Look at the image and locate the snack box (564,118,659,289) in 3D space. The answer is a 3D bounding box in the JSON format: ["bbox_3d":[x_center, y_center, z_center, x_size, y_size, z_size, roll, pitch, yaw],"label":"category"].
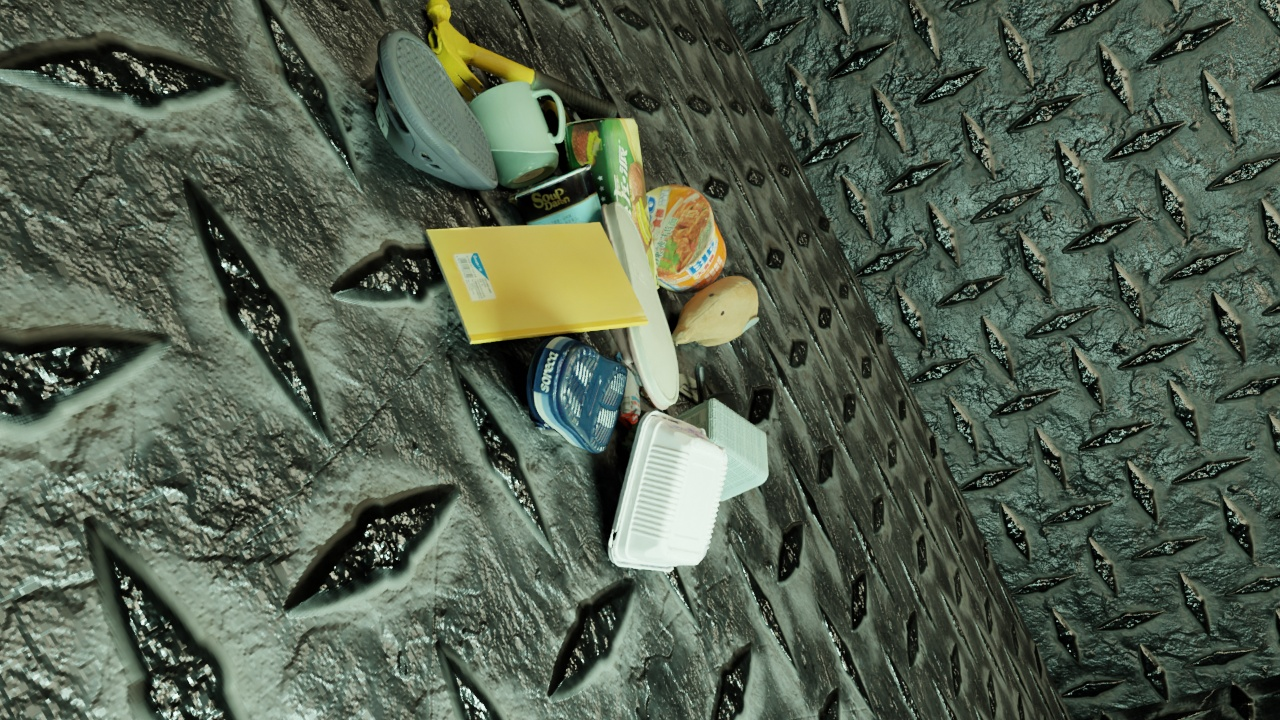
[{"bbox_3d":[-0.036,-0.198,1.219,0.114,0.063,0.240,-34,119,-65],"label":"snack box"}]

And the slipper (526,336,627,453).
[{"bbox_3d":[-0.079,0.033,0.964,0.253,0.095,0.105,42,65,-76],"label":"slipper"}]

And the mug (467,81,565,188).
[{"bbox_3d":[-0.139,-0.276,1.109,0.106,0.112,0.082,67,15,3],"label":"mug"}]

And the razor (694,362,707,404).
[{"bbox_3d":[0.093,0.073,1.345,0.042,0.022,0.142,1,75,-39],"label":"razor"}]

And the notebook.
[{"bbox_3d":[-0.105,-0.086,0.957,0.205,0.010,0.145,-8,59,-33],"label":"notebook"}]

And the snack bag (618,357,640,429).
[{"bbox_3d":[-0.015,0.048,1.159,0.048,0.026,0.104,59,21,-48],"label":"snack bag"}]

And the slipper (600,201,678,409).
[{"bbox_3d":[-0.013,-0.066,1.067,0.114,0.054,0.274,37,35,-58],"label":"slipper"}]

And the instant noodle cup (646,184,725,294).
[{"bbox_3d":[0.057,-0.174,1.389,0.111,0.151,0.151,36,35,-61],"label":"instant noodle cup"}]

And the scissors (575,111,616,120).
[{"bbox_3d":[-0.085,-0.331,1.298,0.125,0.022,0.234,45,28,5],"label":"scissors"}]

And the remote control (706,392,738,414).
[{"bbox_3d":[0.131,0.074,1.429,0.136,0.024,0.053,-2,73,-70],"label":"remote control"}]

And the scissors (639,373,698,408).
[{"bbox_3d":[0.039,0.031,1.304,0.197,0.015,0.213,57,24,-17],"label":"scissors"}]

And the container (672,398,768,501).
[{"bbox_3d":[0.104,0.119,1.247,0.111,0.090,0.089,37,38,-32],"label":"container"}]

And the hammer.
[{"bbox_3d":[-0.147,-0.370,1.209,0.300,0.033,0.128,9,59,-46],"label":"hammer"}]

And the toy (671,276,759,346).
[{"bbox_3d":[0.111,-0.071,1.393,0.082,0.144,0.225,43,19,16],"label":"toy"}]

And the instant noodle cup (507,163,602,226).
[{"bbox_3d":[-0.090,-0.166,1.132,0.120,0.111,0.111,68,22,-14],"label":"instant noodle cup"}]

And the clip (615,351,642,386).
[{"bbox_3d":[-0.008,0.008,1.208,0.057,0.028,0.024,43,47,2],"label":"clip"}]

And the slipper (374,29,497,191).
[{"bbox_3d":[-0.224,-0.239,0.958,0.268,0.083,0.110,41,34,-77],"label":"slipper"}]

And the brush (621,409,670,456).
[{"bbox_3d":[0.041,0.118,1.134,0.063,0.073,0.145,-60,142,-10],"label":"brush"}]

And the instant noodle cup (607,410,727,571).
[{"bbox_3d":[0.040,0.153,1.025,0.138,0.060,0.173,24,77,-52],"label":"instant noodle cup"}]

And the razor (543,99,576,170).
[{"bbox_3d":[-0.096,-0.300,1.311,0.067,0.062,0.167,-17,75,-35],"label":"razor"}]
